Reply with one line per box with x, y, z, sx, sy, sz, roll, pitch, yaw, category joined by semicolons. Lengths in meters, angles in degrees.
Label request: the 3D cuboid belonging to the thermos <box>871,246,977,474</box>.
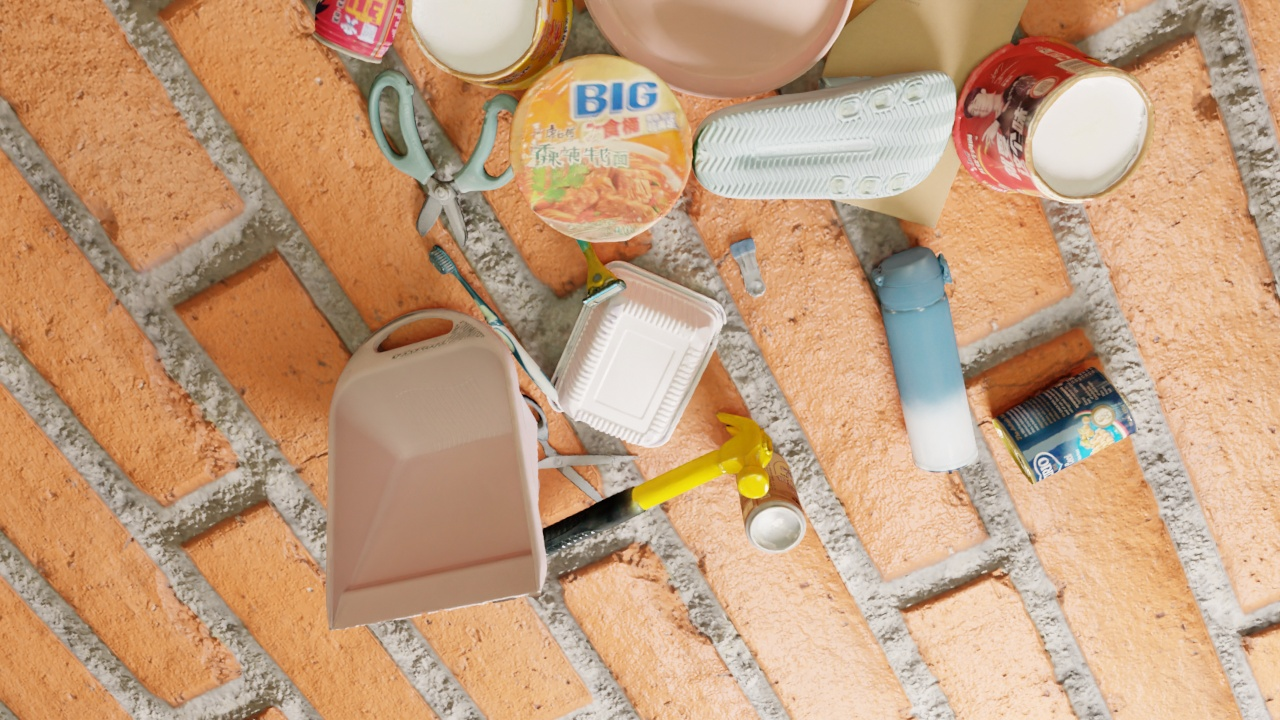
0.278;0.000;0.887;0.070;0.070;0.220;-15;110;6;thermos

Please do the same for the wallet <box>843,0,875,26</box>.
0.143;-0.335;0.776;0.131;0.035;0.119;-37;109;16;wallet

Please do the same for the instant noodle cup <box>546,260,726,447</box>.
-0.005;0.005;0.898;0.138;0.060;0.174;22;111;-8;instant noodle cup

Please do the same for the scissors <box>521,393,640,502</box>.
-0.093;0.108;0.964;0.159;0.014;0.181;-32;108;12;scissors

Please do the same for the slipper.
0.158;-0.194;0.799;0.245;0.074;0.104;-10;119;-10;slipper

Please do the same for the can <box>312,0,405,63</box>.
-0.234;-0.308;0.777;0.066;0.066;0.094;23;110;-8;can

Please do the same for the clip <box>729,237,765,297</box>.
0.104;-0.089;0.881;0.024;0.027;0.056;-17;100;6;clip

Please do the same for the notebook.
0.234;-0.239;0.824;0.149;0.012;0.212;15;111;-4;notebook

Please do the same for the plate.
0.059;-0.317;0.737;0.229;0.028;0.230;12;139;10;plate

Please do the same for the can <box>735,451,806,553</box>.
0.128;0.138;0.916;0.058;0.116;0.058;0;112;0;can

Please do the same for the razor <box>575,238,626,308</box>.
-0.059;-0.117;0.856;0.043;0.028;0.132;-28;85;18;razor

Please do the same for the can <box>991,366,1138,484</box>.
0.417;0.063;0.904;0.111;0.075;0.075;-31;108;11;can

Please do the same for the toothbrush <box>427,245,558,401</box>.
-0.142;-0.034;0.890;0.191;0.018;0.016;52;134;-5;toothbrush

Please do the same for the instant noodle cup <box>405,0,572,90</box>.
-0.128;-0.291;0.759;0.138;0.109;0.138;0;111;0;instant noodle cup

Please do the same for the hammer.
-0.001;0.140;0.929;0.301;0.128;0.033;-28;113;20;hammer

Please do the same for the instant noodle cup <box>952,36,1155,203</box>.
0.351;-0.199;0.777;0.138;0.108;0.138;-2;114;-5;instant noodle cup

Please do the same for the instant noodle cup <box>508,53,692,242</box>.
-0.031;-0.188;0.794;0.151;0.111;0.151;1;111;1;instant noodle cup

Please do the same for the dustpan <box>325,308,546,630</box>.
-0.207;0.091;0.853;0.223;0.272;0.139;-16;131;14;dustpan

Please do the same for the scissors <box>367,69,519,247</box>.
-0.188;-0.196;0.836;0.181;0.019;0.171;38;121;-6;scissors
